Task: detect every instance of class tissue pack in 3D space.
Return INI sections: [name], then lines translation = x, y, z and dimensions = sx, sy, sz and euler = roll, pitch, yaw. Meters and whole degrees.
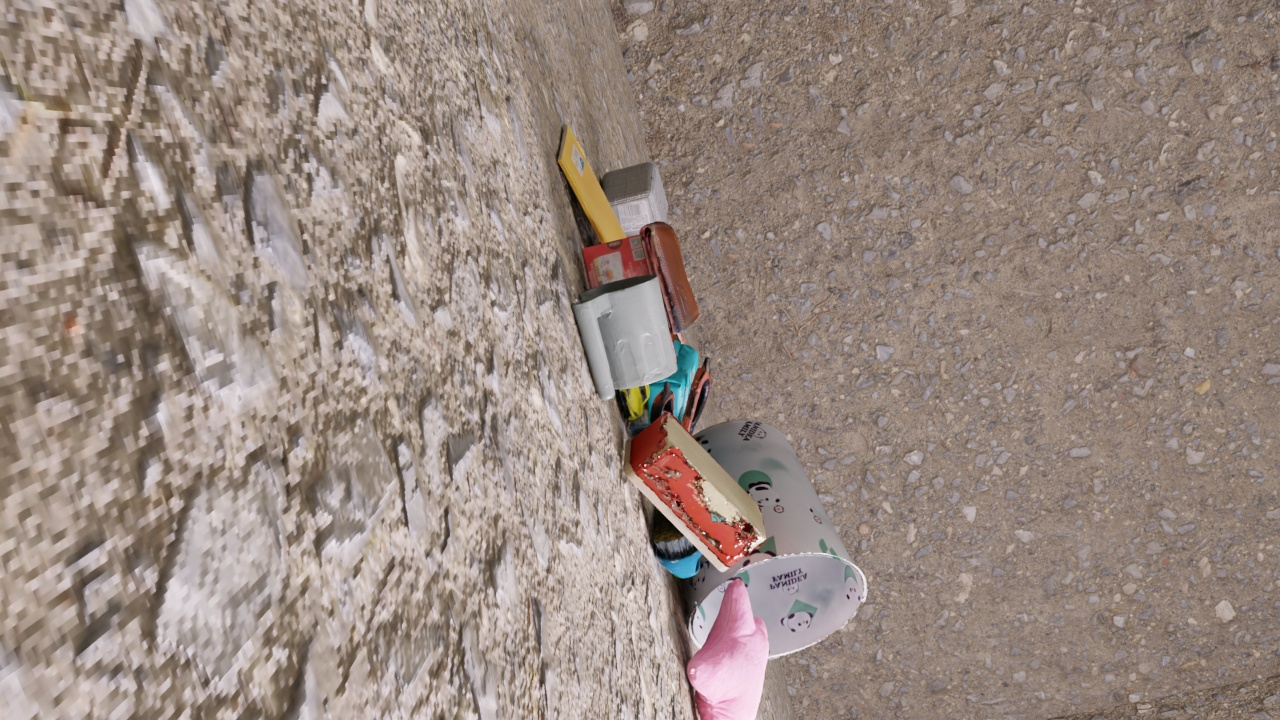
[tissue pack]
translation = 0.040, 0.051, 1.171
dimensions = 0.093, 0.050, 0.134
euler = -59, 153, -56

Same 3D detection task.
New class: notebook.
[notebook]
translation = -0.048, -0.179, 1.130
dimensions = 0.145, 0.010, 0.206
euler = -92, 157, -60

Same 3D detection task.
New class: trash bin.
[trash bin]
translation = 0.149, 0.231, 1.231
dimensions = 0.251, 0.229, 0.230
euler = -106, 177, -47

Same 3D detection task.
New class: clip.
[clip]
translation = -0.002, 0.075, 1.066
dimensions = 0.057, 0.025, 0.036
euler = -99, 180, -76

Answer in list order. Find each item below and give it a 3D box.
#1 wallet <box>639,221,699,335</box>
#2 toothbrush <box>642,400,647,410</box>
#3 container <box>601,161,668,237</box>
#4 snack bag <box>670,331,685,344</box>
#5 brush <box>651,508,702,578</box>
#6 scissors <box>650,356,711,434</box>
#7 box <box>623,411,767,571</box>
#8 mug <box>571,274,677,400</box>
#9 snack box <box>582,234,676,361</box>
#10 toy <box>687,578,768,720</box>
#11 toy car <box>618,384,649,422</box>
[wallet]
translation = 0.031, -0.095, 1.019
dimensions = 0.101, 0.032, 0.124
euler = -51, 124, -73
[toothbrush]
translation = 0.004, 0.057, 1.200
dimensions = 0.190, 0.016, 0.016
euler = 6, 66, -83
[container]
translation = -0.009, -0.233, 1.391
dimensions = 0.114, 0.090, 0.090
euler = -87, 162, -58
[snack bag]
translation = 0.039, -0.041, 1.303
dimensions = 0.129, 0.073, 0.207
euler = 73, -3, -58
[brush]
translation = 0.049, 0.211, 1.069
dimensions = 0.143, 0.055, 0.073
euler = -71, 144, -79
[scissors]
translation = 0.047, 0.097, 1.119
dimensions = 0.189, 0.015, 0.226
euler = 21, 88, -63
[box]
translation = 0.066, 0.137, 0.993
dimensions = 0.168, 0.078, 0.091
euler = 46, 15, -15
[mug]
translation = -0.021, -0.024, 0.944
dimensions = 0.123, 0.084, 0.103
euler = -33, 112, -55
[snack box]
translation = -0.013, -0.063, 1.044
dimensions = 0.025, 0.075, 0.153
euler = 45, 31, -80
[toy]
translation = 0.101, 0.349, 1.051
dimensions = 0.178, 0.075, 0.194
euler = 35, 60, -56
[toy car]
translation = -0.008, 0.034, 1.075
dimensions = 0.105, 0.032, 0.048
euler = -81, 156, -70
